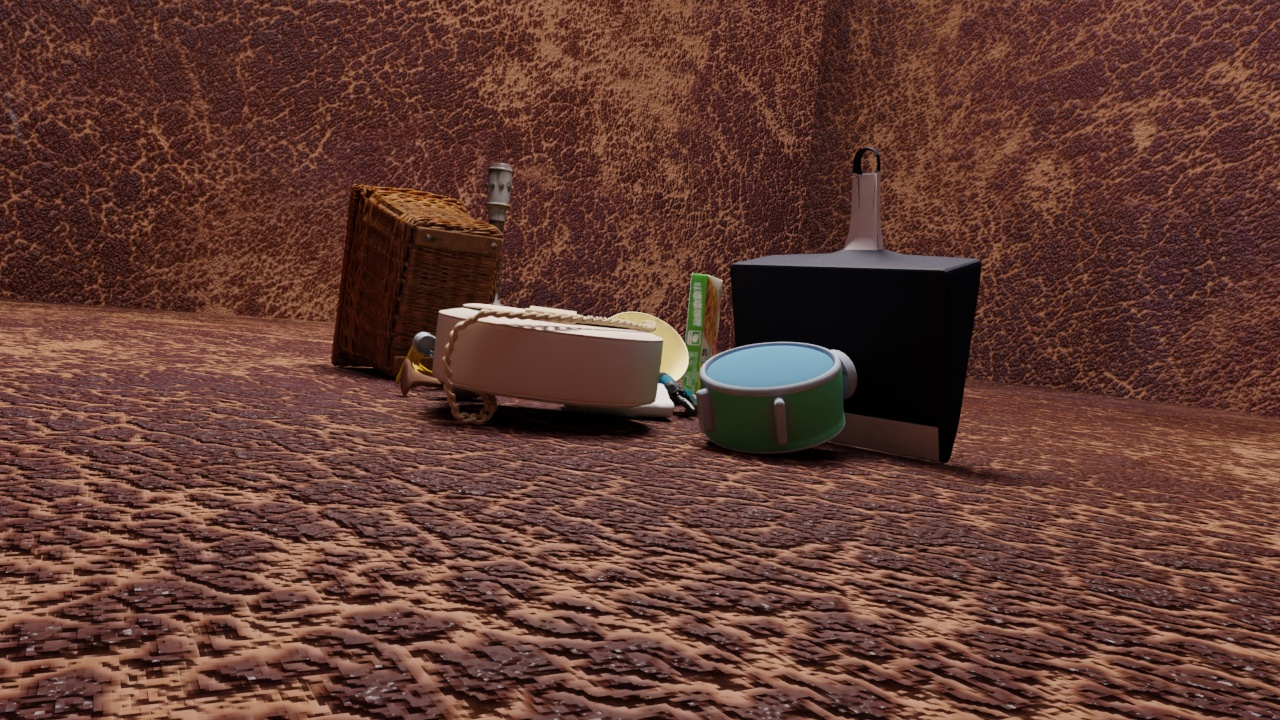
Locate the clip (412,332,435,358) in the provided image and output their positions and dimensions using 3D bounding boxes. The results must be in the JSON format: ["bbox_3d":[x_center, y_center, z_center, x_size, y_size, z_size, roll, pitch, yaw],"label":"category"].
[{"bbox_3d":[-0.220,-0.006,1.088,0.108,0.028,0.163,33,1,9],"label":"clip"}]

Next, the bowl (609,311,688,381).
[{"bbox_3d":[-0.007,0.007,1.165,0.118,0.117,0.074,4,-39,-21],"label":"bowl"}]

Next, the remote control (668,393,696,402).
[{"bbox_3d":[0.081,0.051,1.137,0.137,0.013,0.033,8,4,43],"label":"remote control"}]

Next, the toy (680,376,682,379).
[{"bbox_3d":[0.006,-0.001,1.386,0.132,0.096,0.124,-17,-18,37],"label":"toy"}]

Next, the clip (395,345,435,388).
[{"bbox_3d":[-0.257,0.014,1.062,0.035,0.053,0.046,8,30,-49],"label":"clip"}]

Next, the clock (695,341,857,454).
[{"bbox_3d":[0.125,0.027,0.810,0.122,0.075,0.161,6,23,35],"label":"clock"}]

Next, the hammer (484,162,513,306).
[{"bbox_3d":[-0.234,-0.149,1.460,0.101,0.325,0.190,7,4,35],"label":"hammer"}]

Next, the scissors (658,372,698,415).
[{"bbox_3d":[0.047,0.040,1.048,0.122,0.019,0.149,42,2,32],"label":"scissors"}]

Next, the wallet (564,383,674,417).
[{"bbox_3d":[-0.027,0.043,0.972,0.116,0.032,0.086,7,14,-5],"label":"wallet"}]

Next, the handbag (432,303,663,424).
[{"bbox_3d":[-0.087,0.001,0.868,0.210,0.103,0.208,7,5,-4],"label":"handbag"}]

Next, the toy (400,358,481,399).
[{"bbox_3d":[-0.196,0.021,0.971,0.101,0.041,0.055,13,-25,-36],"label":"toy"}]

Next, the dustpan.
[{"bbox_3d":[0.203,-0.062,0.879,0.080,0.273,0.237,-18,18,-42],"label":"dustpan"}]

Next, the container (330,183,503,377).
[{"bbox_3d":[-0.287,-0.092,1.201,0.162,0.250,0.183,3,12,-35],"label":"container"}]

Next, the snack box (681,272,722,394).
[{"bbox_3d":[0.085,-0.032,1.255,0.027,0.168,0.131,6,3,13],"label":"snack box"}]
